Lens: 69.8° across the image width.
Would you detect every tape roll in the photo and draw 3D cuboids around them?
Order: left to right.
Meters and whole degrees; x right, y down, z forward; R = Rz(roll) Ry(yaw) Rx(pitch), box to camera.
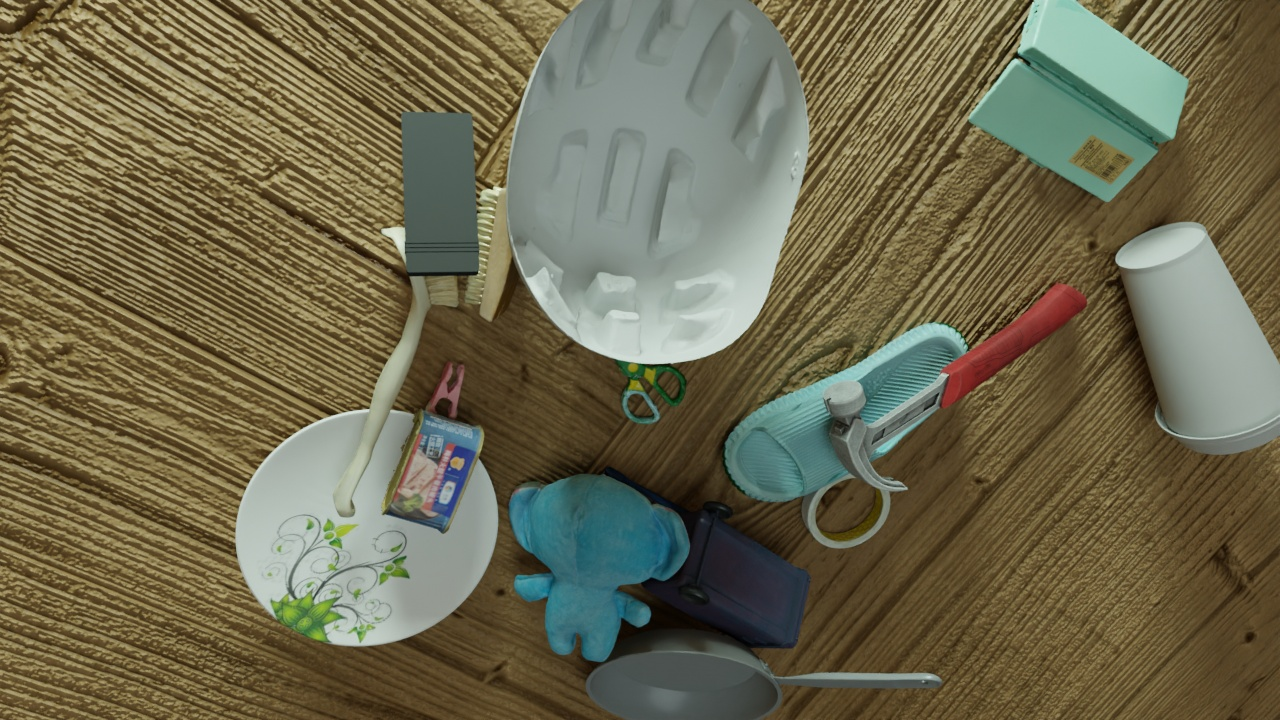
[{"bbox_3d":[0.218,0.154,0.973,0.094,0.019,0.094,-5,112,-11],"label":"tape roll"}]

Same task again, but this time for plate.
[{"bbox_3d":[-0.248,0.152,0.847,0.229,0.030,0.229,-4,104,-18],"label":"plate"}]

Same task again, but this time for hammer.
[{"bbox_3d":[0.317,0.014,0.891,0.315,0.036,0.126,-30,115,-17],"label":"hammer"}]

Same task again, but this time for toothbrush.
[{"bbox_3d":[0.038,0.156,0.934,0.190,0.016,0.017,31,109,-23],"label":"toothbrush"}]

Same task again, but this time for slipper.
[{"bbox_3d":[0.213,0.058,0.905,0.276,0.069,0.116,-31,113,-1],"label":"slipper"}]

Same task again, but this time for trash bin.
[{"bbox_3d":[0.090,0.221,0.914,0.161,0.092,0.093,35,58,-26],"label":"trash bin"}]

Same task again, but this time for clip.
[{"bbox_3d":[-0.179,0.028,0.828,0.044,0.023,0.060,-7,119,-12],"label":"clip"}]

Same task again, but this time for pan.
[{"bbox_3d":[0.116,0.317,0.920,0.357,0.050,0.201,-14,135,20],"label":"pan"}]

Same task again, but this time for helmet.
[{"bbox_3d":[0.006,-0.148,0.709,0.224,0.183,0.283,0,117,-20],"label":"helmet"}]

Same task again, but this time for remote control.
[{"bbox_3d":[-0.160,-0.133,0.733,0.058,0.013,0.133,-1,80,-13],"label":"remote control"}]

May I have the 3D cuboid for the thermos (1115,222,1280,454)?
[{"bbox_3d":[0.567,-0.025,0.933,0.131,0.131,0.222,-33,108,1],"label":"thermos"}]

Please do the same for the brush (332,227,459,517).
[{"bbox_3d":[-0.214,0.011,0.781,0.077,0.062,0.272,18,101,-8],"label":"brush"}]

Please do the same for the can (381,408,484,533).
[{"bbox_3d":[-0.184,0.096,0.809,0.059,0.054,0.100,21,95,-20],"label":"can"}]

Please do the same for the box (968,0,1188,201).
[{"bbox_3d":[0.410,-0.239,0.847,0.187,0.057,0.138,21,99,-19],"label":"box"}]

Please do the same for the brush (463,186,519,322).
[{"bbox_3d":[-0.121,-0.095,0.777,0.039,0.049,0.117,16,110,5],"label":"brush"}]

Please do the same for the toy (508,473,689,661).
[{"bbox_3d":[-0.043,0.195,0.881,0.183,0.114,0.181,8,101,14],"label":"toy"}]

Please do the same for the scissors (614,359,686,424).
[{"bbox_3d":[-0.013,0.009,0.865,0.071,0.014,0.130,-43,116,6],"label":"scissors"}]
